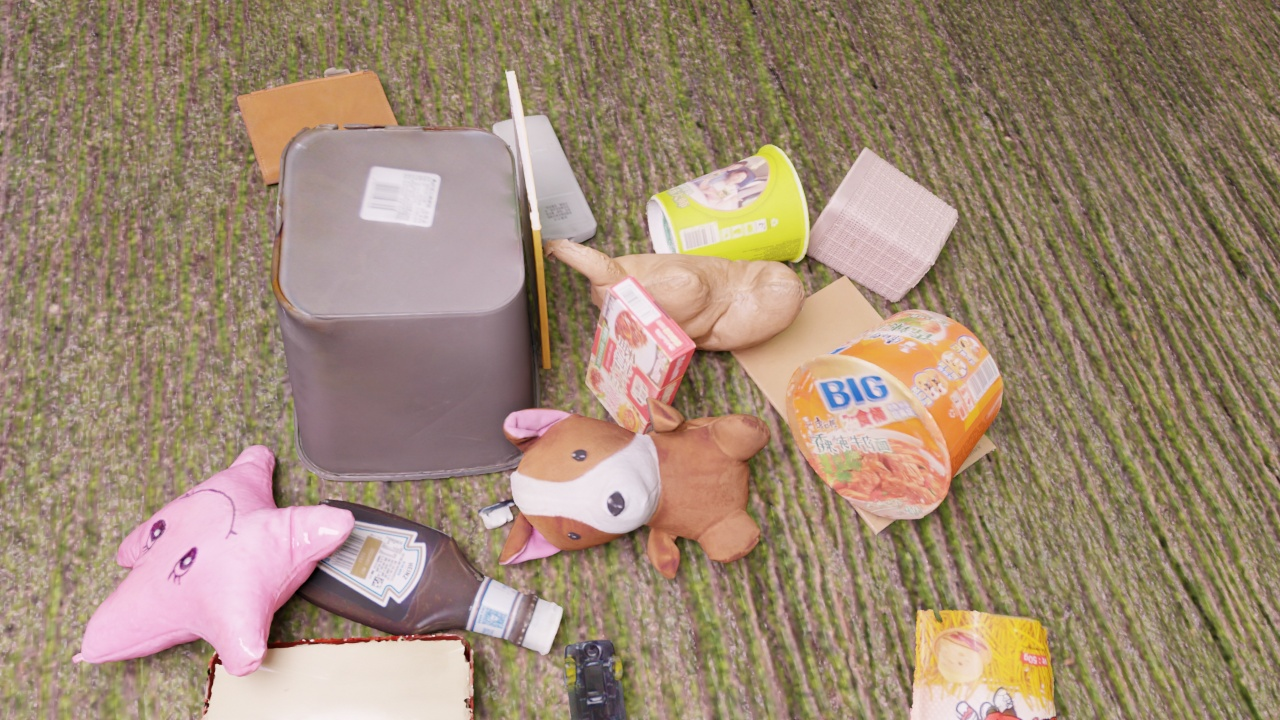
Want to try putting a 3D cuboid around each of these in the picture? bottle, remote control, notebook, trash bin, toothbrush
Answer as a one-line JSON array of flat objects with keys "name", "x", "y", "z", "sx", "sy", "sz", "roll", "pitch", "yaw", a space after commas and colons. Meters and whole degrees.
[{"name": "bottle", "x": -0.153, "y": 0.164, "z": 0.667, "sx": 0.195, "sy": 0.044, "sz": 0.079, "roll": 20, "pitch": 63, "yaw": -1}, {"name": "remote control", "x": -0.093, "y": -0.172, "z": 0.877, "sx": 0.058, "sy": 0.021, "sz": 0.150, "roll": -15, "pitch": 65, "yaw": -19}, {"name": "notebook", "x": -0.087, "y": -0.103, "z": 0.733, "sx": 0.010, "sy": 0.207, "sz": 0.145, "roll": -8, "pitch": 64, "yaw": -8}, {"name": "notebook", "x": 0.197, "y": 0.034, "z": 0.827, "sx": 0.149, "sy": 0.012, "sz": 0.211, "roll": -29, "pitch": 71, "yaw": -22}, {"name": "trash bin", "x": -0.169, "y": -0.043, "z": 0.677, "sx": 0.199, "sy": 0.220, "sz": 0.198, "roll": -3, "pitch": 61, "yaw": -11}, {"name": "toothbrush", "x": -0.043, "y": 0.097, "z": 0.742, "sx": 0.180, "sy": 0.016, "sz": 0.018, "roll": -19, "pitch": 73, "yaw": -19}]

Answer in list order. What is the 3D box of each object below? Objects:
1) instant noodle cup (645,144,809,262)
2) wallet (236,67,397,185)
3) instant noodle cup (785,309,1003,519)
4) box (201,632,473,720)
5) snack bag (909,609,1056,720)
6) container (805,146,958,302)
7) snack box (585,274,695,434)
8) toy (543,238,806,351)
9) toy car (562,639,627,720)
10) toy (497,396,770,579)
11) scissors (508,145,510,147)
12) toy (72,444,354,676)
[{"name": "instant noodle cup", "x": 0.075, "y": -0.128, "z": 0.843, "sx": 0.123, "sy": 0.112, "sz": 0.111, "roll": -17, "pitch": 66, "yaw": -10}, {"name": "wallet", "x": -0.299, "y": -0.221, "z": 0.858, "sx": 0.131, "sy": 0.031, "sz": 0.107, "roll": -18, "pitch": 69, "yaw": -21}, {"name": "instant noodle cup", "x": 0.211, "y": 0.036, "z": 0.744, "sx": 0.111, "sy": 0.152, "sz": 0.151, "roll": -35, "pitch": 73, "yaw": -31}, {"name": "box", "x": -0.195, "y": 0.231, "z": 0.601, "sx": 0.168, "sy": 0.077, "sz": 0.091, "roll": 0, "pitch": 61, "yaw": -10}, {"name": "snack bag", "x": 0.254, "y": 0.293, "z": 0.672, "sx": 0.128, "sy": 0.073, "sz": 0.207, "roll": 10, "pitch": 67, "yaw": -6}, {"name": "container", "x": 0.228, "y": -0.125, "z": 0.877, "sx": 0.111, "sy": 0.090, "sz": 0.089, "roll": 33, "pitch": 60, "yaw": 4}, {"name": "snack box", "x": -0.004, "y": 0.004, "z": 0.720, "sx": 0.025, "sy": 0.153, "sz": 0.075, "roll": -32, "pitch": 72, "yaw": -24}, {"name": "toy", "x": 0.022, "y": -0.054, "z": 0.761, "sx": 0.225, "sy": 0.144, "sz": 0.082, "roll": 5, "pitch": 72, "yaw": -21}, {"name": "toy car", "x": -0.031, "y": 0.246, "z": 0.649, "sx": 0.042, "sy": 0.035, "sz": 0.090, "roll": -4, "pitch": 63, "yaw": -12}, {"name": "toy", "x": -0.006, "y": 0.096, "z": 0.686, "sx": 0.199, "sy": 0.130, "sz": 0.140, "roll": 4, "pitch": 92, "yaw": -10}, {"name": "scissors", "x": -0.177, "y": -0.164, "z": 0.797, "sx": 0.163, "sy": 0.014, "sz": 0.165, "roll": -30, "pitch": 29, "yaw": 11}, {"name": "toy", "x": -0.285, "y": 0.141, "z": 0.606, "sx": 0.178, "sy": 0.075, "sz": 0.195, "roll": -42, "pitch": 43, "yaw": -24}]
